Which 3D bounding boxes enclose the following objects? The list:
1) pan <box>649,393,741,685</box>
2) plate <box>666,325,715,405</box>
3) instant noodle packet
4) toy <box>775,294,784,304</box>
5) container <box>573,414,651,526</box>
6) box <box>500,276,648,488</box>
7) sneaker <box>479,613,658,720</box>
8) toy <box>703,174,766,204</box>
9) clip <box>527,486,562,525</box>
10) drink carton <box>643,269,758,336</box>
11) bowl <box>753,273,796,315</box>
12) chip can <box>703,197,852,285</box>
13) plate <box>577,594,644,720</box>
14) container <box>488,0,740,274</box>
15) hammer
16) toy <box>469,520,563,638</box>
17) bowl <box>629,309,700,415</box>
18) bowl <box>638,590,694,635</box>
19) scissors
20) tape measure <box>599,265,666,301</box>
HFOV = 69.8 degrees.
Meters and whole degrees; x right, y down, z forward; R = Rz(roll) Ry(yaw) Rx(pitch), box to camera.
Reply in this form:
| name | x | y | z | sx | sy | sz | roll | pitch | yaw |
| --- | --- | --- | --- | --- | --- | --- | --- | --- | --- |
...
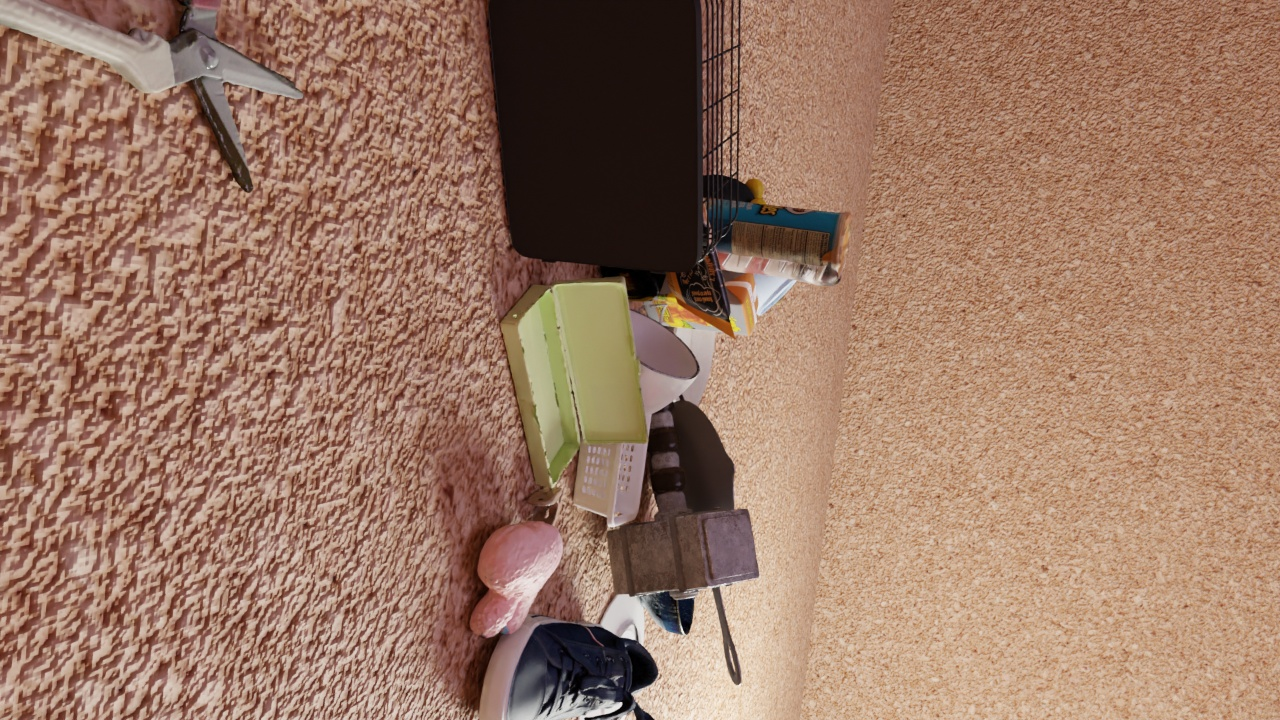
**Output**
| name | x | y | z | sx | sy | sz | roll | pitch | yaw |
| --- | --- | --- | --- | --- | --- | --- | --- | --- | --- |
| pan | 0.066 | 0.204 | 1.084 | 0.217 | 0.024 | 0.354 | 146 | -67 | -63 |
| plate | 0.059 | -0.020 | 1.201 | 0.188 | 0.027 | 0.188 | 8 | 90 | -70 |
| instant noodle packet | 0.036 | -0.139 | 0.901 | 0.160 | 0.032 | 0.221 | -139 | -150 | -66 |
| toy | 0.141 | -0.115 | 1.261 | 0.134 | 0.108 | 0.105 | 73 | 18 | -50 |
| container | -0.031 | 0.104 | 0.964 | 0.080 | 0.050 | 0.129 | 6 | 92 | -70 |
| box | -0.062 | 0.016 | 0.833 | 0.130 | 0.064 | 0.188 | -23 | 128 | -18 |
| sneaker | -0.051 | 0.313 | 0.884 | 0.294 | 0.127 | 0.120 | 31 | 67 | -67 |
| toy | 0.094 | -0.172 | 1.146 | 0.097 | 0.099 | 0.119 | -87 | -164 | -56 |
| clip | -0.089 | 0.129 | 0.856 | 0.060 | 0.024 | 0.041 | -68 | 160 | -59 |
| drink carton | 0.071 | -0.072 | 1.067 | 0.076 | 0.125 | 0.048 | 68 | 35 | -54 |
| bowl | 0.146 | -0.105 | 1.138 | 0.150 | 0.075 | 0.151 | -43 | 172 | -8 |
| chip can | 0.109 | -0.134 | 0.996 | 0.079 | 0.230 | 0.080 | 11 | 89 | -71 |
| plate | -0.028 | 0.385 | 1.132 | 0.208 | 0.015 | 0.208 | 8 | 90 | -70 |
| container | -0.011 | -0.194 | 0.736 | 0.130 | 0.163 | 0.242 | -49 | 142 | -57 |
| hammer | 0.025 | 0.099 | 1.024 | 0.079 | 0.177 | 0.326 | 0 | 76 | -36 |
| toy | -0.108 | 0.187 | 0.786 | 0.105 | 0.053 | 0.108 | -70 | 160 | -1 |
| bowl | -0.005 | 0.005 | 0.918 | 0.066 | 0.116 | 0.116 | -57 | 170 | 24 |
| bowl | 0.031 | 0.296 | 1.184 | 0.114 | 0.061 | 0.114 | -4 | 89 | -76 |
| scissors | -0.219 | -0.154 | 0.396 | 0.178 | 0.015 | 0.199 | -57 | 149 | -53 |
| tape measure | -0.006 | -0.091 | 0.940 | 0.067 | 0.063 | 0.038 | 71 | 33 | -50 |
